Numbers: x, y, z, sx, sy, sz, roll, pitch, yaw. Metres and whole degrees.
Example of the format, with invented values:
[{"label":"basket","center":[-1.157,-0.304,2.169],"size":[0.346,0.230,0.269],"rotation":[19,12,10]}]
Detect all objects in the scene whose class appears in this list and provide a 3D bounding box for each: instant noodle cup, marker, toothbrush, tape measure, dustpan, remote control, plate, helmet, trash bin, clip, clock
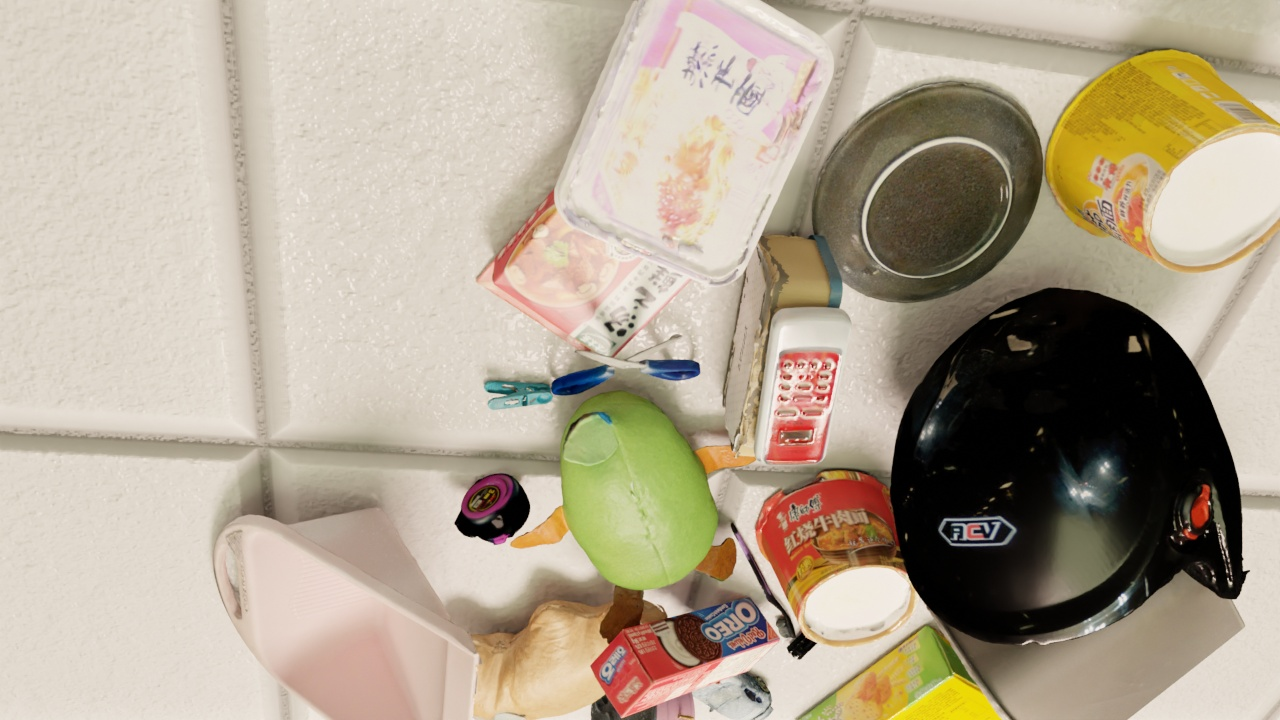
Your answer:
[{"label":"instant noodle cup","center":[0.378,-0.133,0.646],"size":[0.138,0.109,0.138],"rotation":[-4,126,-6]},{"label":"marker","center":[0.197,0.264,0.950],"size":[0.022,0.020,0.132],"rotation":[23,119,-21]},{"label":"toothbrush","center":[0.121,0.224,0.916],"size":[0.017,0.014,0.189],"rotation":[-16,126,18]},{"label":"tape measure","center":[-0.124,0.128,0.790],"size":[0.058,0.056,0.039],"rotation":[-7,130,26]},{"label":"dustpan","center":[-0.256,0.247,0.769],"size":[0.138,0.273,0.223],"rotation":[-11,126,-31]},{"label":"remote control","center":[0.116,0.022,0.664],"size":[0.056,0.020,0.136],"rotation":[1,126,-4]},{"label":"plate","center":[0.219,-0.117,0.688],"size":[0.179,0.024,0.180],"rotation":[-4,125,-6]},{"label":"helmet","center":[0.307,0.080,0.698],"size":[0.234,0.273,0.230],"rotation":[-8,111,47]},{"label":"trash bin","center":[0.400,0.227,0.859],"size":[0.220,0.198,0.199],"rotation":[-38,123,9]},{"label":"clip","center":[-0.099,0.027,0.746],"size":[0.055,0.038,0.013],"rotation":[-1,126,-19]},{"label":"instant noodle cup","center":[0.185,0.188,0.841],"size":[0.138,0.108,0.138],"rotation":[-4,125,-6]},{"label":"instant noodle cup","center":[0.029,-0.149,0.593],"size":[0.138,0.060,0.173],"rotation":[21,96,-21]},{"label":"clock","center":[-0.006,0.377,0.945],"size":[0.059,0.117,0.159],"rotation":[17,119,-32]}]

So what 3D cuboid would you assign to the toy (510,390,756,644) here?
[{"label":"toy","center":[0.000,0.125,0.784],"size":[0.227,0.090,0.247],"rotation":[-23,123,-9]}]

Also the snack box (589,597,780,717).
[{"label":"snack box","center":[0.047,0.273,0.857],"size":[0.207,0.057,0.058],"rotation":[6,129,-50]}]

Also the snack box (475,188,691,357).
[{"label":"snack box","center":[-0.041,-0.062,0.677],"size":[0.113,0.044,0.127],"rotation":[34,114,-26]}]

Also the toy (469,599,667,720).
[{"label":"toy","center":[-0.073,0.287,0.893],"size":[0.226,0.082,0.143],"rotation":[-23,134,5]}]

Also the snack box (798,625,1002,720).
[{"label":"snack box","center":[0.304,0.407,1.032],"size":[0.157,0.070,0.210],"rotation":[33,115,-26]}]

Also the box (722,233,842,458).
[{"label":"box","center":[0.106,-0.013,0.704],"size":[0.059,0.089,0.185],"rotation":[5,127,-6]}]

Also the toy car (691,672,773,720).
[{"label":"toy car","center":[0.092,0.356,0.990],"size":[0.054,0.036,0.120],"rotation":[-41,117,20]}]

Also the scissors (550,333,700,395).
[{"label":"scissors","center":[-0.010,0.005,0.697],"size":[0.162,0.012,0.176],"rotation":[3,164,-42]}]
